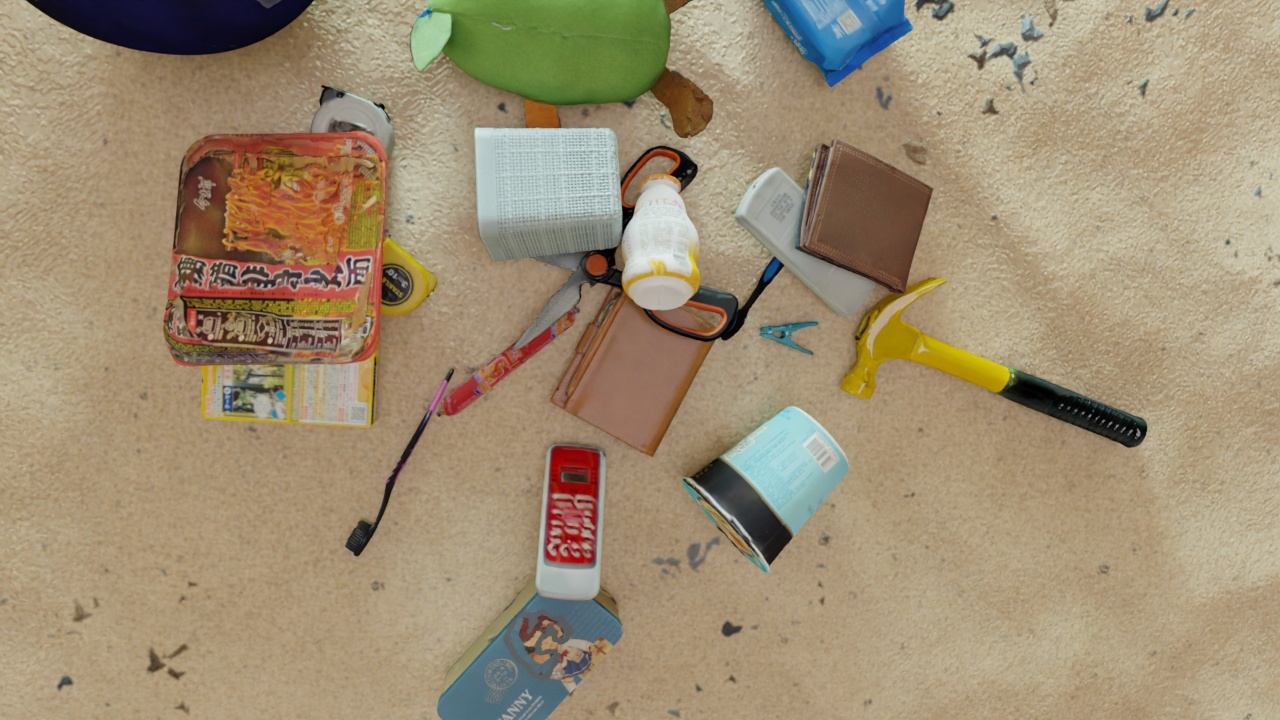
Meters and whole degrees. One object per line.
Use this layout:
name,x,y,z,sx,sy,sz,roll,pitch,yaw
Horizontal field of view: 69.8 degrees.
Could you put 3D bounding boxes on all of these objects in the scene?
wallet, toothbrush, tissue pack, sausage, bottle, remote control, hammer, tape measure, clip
wallet,0.196,-0.124,0.804,0.124,0.032,0.101,19,83,-25
toothbrush,-0.212,0.089,0.811,0.018,0.014,0.189,28,93,2
tissue pack,0.154,-0.319,0.777,0.095,0.052,0.157,-39,101,2
toothbrush,0.128,-0.096,0.829,0.014,0.016,0.189,36,90,-8
sausage,-0.117,0.001,0.806,0.156,0.020,0.020,-38,101,-1
bottle,0.016,-0.098,0.748,0.063,0.063,0.108,3,67,-8
remote control,-0.060,0.139,0.802,0.056,0.020,0.135,7,66,-9
remote control,0.150,-0.103,0.812,0.150,0.021,0.058,39,82,-20
hammer,0.342,0.018,0.862,0.300,0.033,0.129,21,96,-10
tape measure,-0.237,-0.186,0.756,0.066,0.033,0.066,17,97,-9
tape measure,-0.209,-0.067,0.780,0.060,0.029,0.057,42,90,-11
clip,0.135,-0.023,0.839,0.054,0.013,0.034,9,96,-11
wallet,-0.005,0.005,0.815,0.108,0.031,0.132,28,89,-9

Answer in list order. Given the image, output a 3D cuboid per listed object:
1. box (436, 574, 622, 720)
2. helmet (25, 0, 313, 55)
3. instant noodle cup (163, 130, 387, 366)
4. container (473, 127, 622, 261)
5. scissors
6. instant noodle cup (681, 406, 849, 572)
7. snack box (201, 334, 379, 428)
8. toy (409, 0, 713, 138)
box,-0.103,0.271,0.828,0.090,0.061,0.184,40,90,-10
helmet,-0.312,-0.366,0.606,0.240,0.246,0.316,12,105,9
instant noodle cup,-0.276,-0.084,0.721,0.164,0.079,0.188,1,81,2
container,-0.072,-0.135,0.742,0.111,0.090,0.090,-4,80,-1
scissors,-0.017,-0.084,0.788,0.221,0.022,0.234,33,83,4
instant noodle cup,0.117,0.107,0.817,0.120,0.111,0.111,-42,101,-9
snack box,-0.295,0.009,0.779,0.140,0.034,0.087,3,98,-9
toy,-0.056,-0.269,0.740,0.246,0.090,0.227,6,111,-5
